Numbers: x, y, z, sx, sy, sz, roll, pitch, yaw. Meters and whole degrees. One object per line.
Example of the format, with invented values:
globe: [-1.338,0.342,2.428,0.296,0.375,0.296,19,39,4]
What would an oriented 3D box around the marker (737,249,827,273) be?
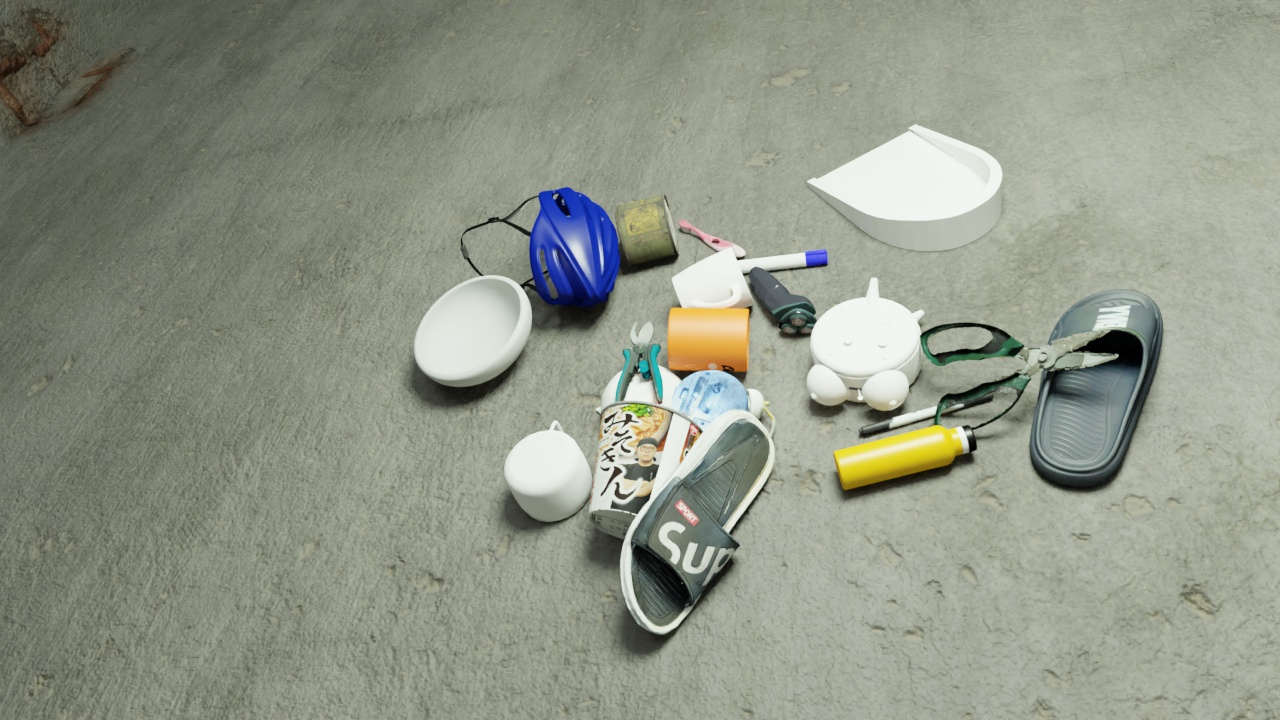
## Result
marker: [0.184,-0.134,1.257,0.142,0.020,0.020,-5,46,17]

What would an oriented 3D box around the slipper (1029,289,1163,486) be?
slipper: [0.475,0.006,0.964,0.111,0.083,0.267,11,54,32]

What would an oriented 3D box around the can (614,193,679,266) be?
can: [0.010,-0.188,1.327,0.075,0.090,0.089,-13,44,9]

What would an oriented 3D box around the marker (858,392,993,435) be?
marker: [0.318,0.059,1.024,0.152,0.011,0.011,-17,44,5]

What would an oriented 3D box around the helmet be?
helmet: [-0.143,-0.149,1.304,0.228,0.148,0.241,-14,44,1]

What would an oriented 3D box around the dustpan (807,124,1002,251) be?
dustpan: [0.378,-0.249,1.268,0.191,0.053,0.257,-28,44,-7]

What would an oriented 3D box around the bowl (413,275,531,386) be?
bowl: [-0.223,-0.031,1.276,0.177,0.066,0.176,-13,52,17]

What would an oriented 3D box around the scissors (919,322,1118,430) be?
scissors: [0.394,0.024,0.965,0.210,0.015,0.137,-1,77,38]

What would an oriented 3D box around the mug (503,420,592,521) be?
mug: [-0.106,0.126,1.084,0.094,0.068,0.115,-4,47,18]

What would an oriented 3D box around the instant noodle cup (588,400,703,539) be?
instant noodle cup: [-0.001,0.128,1.015,0.124,0.124,0.121,2,58,23]

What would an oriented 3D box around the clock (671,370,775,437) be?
clock: [0.095,0.064,1.071,0.125,0.052,0.088,18,58,17]

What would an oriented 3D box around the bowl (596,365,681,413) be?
bowl: [0.001,0.045,1.133,0.115,0.051,0.114,-11,45,11]

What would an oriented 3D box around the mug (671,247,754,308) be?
mug: [0.095,-0.088,1.196,0.088,0.081,0.114,-22,23,8]

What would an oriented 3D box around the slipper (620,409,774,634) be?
slipper: [0.069,0.158,0.954,0.063,0.111,0.263,-21,26,54]

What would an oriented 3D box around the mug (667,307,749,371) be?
mug: [0.088,-0.030,1.155,0.096,0.078,0.112,1,13,8]

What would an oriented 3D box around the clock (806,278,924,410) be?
clock: [0.263,-0.017,1.074,0.125,0.073,0.160,5,50,25]

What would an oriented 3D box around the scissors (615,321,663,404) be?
scissors: [0.000,0.008,1.117,0.126,0.019,0.154,-38,44,-18]

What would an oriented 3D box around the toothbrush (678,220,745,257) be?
toothbrush: [0.103,-0.175,1.334,0.021,0.016,0.135,-41,49,-18]

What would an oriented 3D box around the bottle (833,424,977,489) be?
bottle: [0.281,0.100,0.976,0.144,0.043,0.043,-15,44,7]

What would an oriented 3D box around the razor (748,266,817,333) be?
razor: [0.181,-0.082,1.195,0.052,0.047,0.142,-44,40,12]
